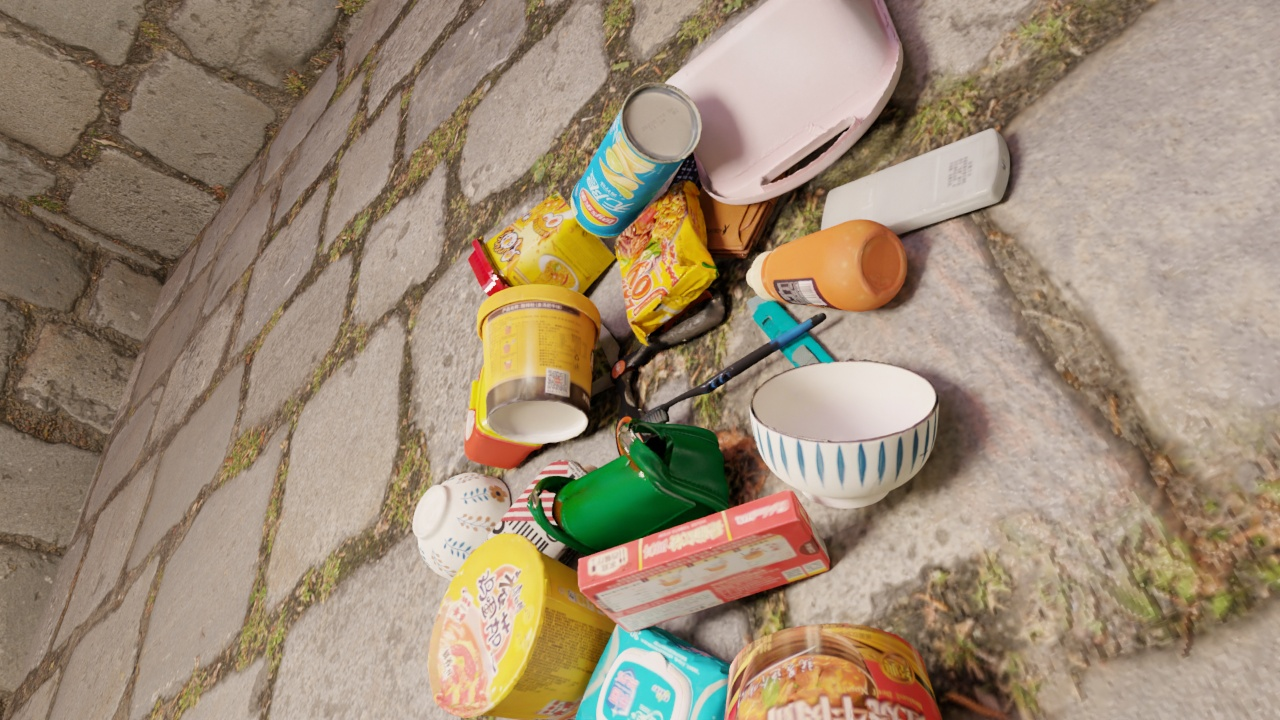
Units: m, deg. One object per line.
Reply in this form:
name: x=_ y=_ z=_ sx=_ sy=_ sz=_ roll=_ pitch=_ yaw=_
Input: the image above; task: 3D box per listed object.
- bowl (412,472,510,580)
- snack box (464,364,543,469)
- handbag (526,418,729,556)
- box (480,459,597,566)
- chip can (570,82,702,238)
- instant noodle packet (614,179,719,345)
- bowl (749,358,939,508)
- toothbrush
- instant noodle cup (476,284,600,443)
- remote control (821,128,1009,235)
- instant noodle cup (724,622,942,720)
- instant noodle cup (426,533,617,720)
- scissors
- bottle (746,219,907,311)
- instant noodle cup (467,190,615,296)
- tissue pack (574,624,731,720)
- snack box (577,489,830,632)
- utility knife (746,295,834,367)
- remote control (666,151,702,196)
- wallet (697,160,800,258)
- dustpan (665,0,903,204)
bowl: x=-0.190 y=0.162 z=0.930 sx=0.114 sy=0.062 sz=0.113 roll=-32 pitch=41 yaw=33
snack box: x=-0.139 y=0.058 z=0.926 sx=0.080 sy=0.082 sz=0.091 roll=-51 pitch=30 yaw=44
handbag: x=-0.005 y=0.097 z=0.696 sx=0.132 sy=0.120 sz=0.067 roll=-31 pitch=49 yaw=32
box: x=-0.083 y=0.162 z=0.818 sx=0.075 sy=0.082 sz=0.163 roll=41 pitch=99 yaw=21
chip can: x=-0.010 y=-0.176 z=0.841 sx=0.210 sy=0.071 sz=0.071 roll=147 pitch=145 yaw=-72
instant noodle packet: x=0.020 y=-0.089 z=0.829 sx=0.111 sy=0.044 sz=0.128 roll=-44 pitch=38 yaw=33
bowl: x=0.131 y=0.052 z=0.589 sx=0.116 sy=0.116 sz=0.066 roll=29 pitch=133 yaw=56
toothbrush: x=0.069 y=0.013 z=0.731 sx=0.190 sy=0.014 sz=0.016 roll=-33 pitch=48 yaw=28
instant noodle cup: x=-0.095 y=0.007 z=0.858 sx=0.119 sy=0.118 sz=0.114 roll=-28 pitch=51 yaw=37
remote control: x=0.202 y=-0.123 z=0.687 sx=0.150 sy=0.021 sz=0.058 roll=-14 pitch=54 yaw=46
instant noodle cup: x=0.101 y=0.212 z=0.476 sx=0.138 sy=0.138 sz=0.108 roll=-35 pitch=32 yaw=30
instant noodle cup: x=-0.079 y=0.215 z=0.708 sx=0.138 sy=0.109 sz=0.137 roll=-30 pitch=44 yaw=34
scissors: x=-0.006 y=0.009 z=0.848 sx=0.221 sy=0.021 sz=0.233 roll=-44 pitch=38 yaw=21
bottle: x=0.132 y=-0.068 z=0.704 sx=0.150 sy=0.066 sz=0.066 roll=1 pitch=65 yaw=60
instant noodle cup: x=-0.103 y=-0.106 z=0.988 sx=0.124 sy=0.116 sz=0.116 roll=-41 pitch=36 yaw=5
tissue pack: x=0.018 y=0.238 z=0.621 sx=0.134 sy=0.050 sz=0.093 roll=8 pitch=70 yaw=53
snack box: x=0.042 y=0.135 z=0.607 sx=0.153 sy=0.075 sz=0.025 roll=-22 pitch=46 yaw=15
utility knife: x=0.120 y=-0.010 z=0.712 sx=0.029 sy=0.013 sz=0.166 roll=-46 pitch=36 yaw=10
remote control: x=0.037 y=-0.150 z=0.911 sx=0.136 sy=0.024 sz=0.053 roll=-61 pitch=31 yaw=2
wallet: x=0.092 y=-0.155 z=0.844 sx=0.108 sy=0.031 sz=0.131 roll=14 pitch=77 yaw=56
dustpan: x=0.133 y=-0.248 z=0.841 sx=0.223 sy=0.139 sz=0.272 roll=-33 pitch=9 yaw=28
